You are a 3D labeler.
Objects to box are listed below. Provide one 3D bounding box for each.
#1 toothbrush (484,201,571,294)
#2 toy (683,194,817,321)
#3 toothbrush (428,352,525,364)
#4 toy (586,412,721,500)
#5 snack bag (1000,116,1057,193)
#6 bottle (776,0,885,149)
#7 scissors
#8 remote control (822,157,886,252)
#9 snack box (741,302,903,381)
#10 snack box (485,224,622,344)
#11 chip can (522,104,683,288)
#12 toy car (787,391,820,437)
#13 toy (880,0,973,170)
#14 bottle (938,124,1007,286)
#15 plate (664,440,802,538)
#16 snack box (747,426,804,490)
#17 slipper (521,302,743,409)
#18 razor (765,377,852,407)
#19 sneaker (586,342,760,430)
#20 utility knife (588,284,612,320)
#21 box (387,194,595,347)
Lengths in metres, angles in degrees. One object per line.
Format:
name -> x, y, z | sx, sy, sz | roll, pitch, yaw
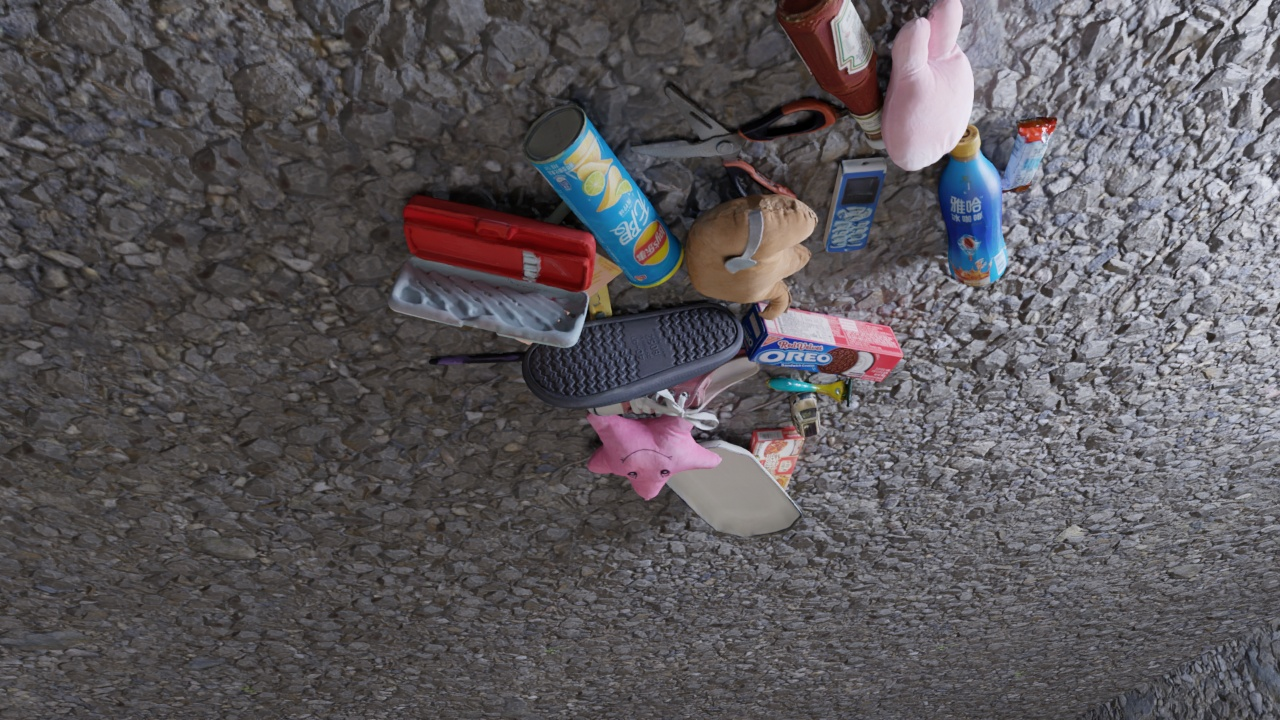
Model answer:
toothbrush -> -0.119, -0.121, 1.003 | 0.190, 0.020, 0.029 | -43, 169, 35
toy -> 0.119, -0.107, 1.017 | 0.143, 0.082, 0.226 | -2, 159, 6
toothbrush -> -0.170, -0.002, 1.154 | 0.189, 0.014, 0.017 | -3, 155, -7
toy -> 0.018, 0.135, 1.308 | 0.194, 0.074, 0.179 | 1, 129, 4
snack bag -> 0.410, -0.215, 0.979 | 0.045, 0.026, 0.105 | -14, 145, -8
bottle -> 0.191, -0.266, 0.844 | 0.060, 0.059, 0.206 | -26, 144, 22
scissors -> 0.102, -0.213, 0.931 | 0.225, 0.015, 0.189 | -9, 143, 3
remote control -> 0.232, -0.169, 1.005 | 0.049, 0.024, 0.125 | -5, 144, -4
snack box -> 0.230, -0.023, 1.170 | 0.207, 0.058, 0.057 | 9, 137, -22
snack box -> -0.104, -0.081, 1.025 | 0.158, 0.026, 0.084 | -35, 141, 26
chip can -> -0.032, -0.160, 0.926 | 0.071, 0.071, 0.210 | -23, 140, 18
toy car -> 0.238, 0.076, 1.321 | 0.042, 0.035, 0.090 | -15, 140, 5
toy -> 0.269, -0.256, 0.853 | 0.121, 0.054, 0.160 | -39, 137, -23
bottle -> 0.360, -0.167, 1.000 | 0.065, 0.065, 0.219 | -19, 141, 13
plate -> 0.144, 0.198, 1.427 | 0.162, 0.034, 0.265 | -17, 134, 30
snack box -> 0.202, 0.156, 1.424 | 0.075, 0.025, 0.153 | -3, 142, -7
slipper -> -0.007, 0.006, 1.106 | 0.268, 0.110, 0.083 | -14, 149, -11
razor -> 0.233, 0.037, 1.273 | 0.132, 0.043, 0.028 | 6, -178, -16
sneaker -> 0.041, 0.037, 1.185 | 0.241, 0.087, 0.118 | -16, 143, 7
utility knife -> -0.051, -0.062, 1.102 | 0.031, 0.019, 0.179 | -13, 139, -5
box -> -0.151, -0.090, 0.928 | 0.201, 0.100, 0.095 | 12, 143, 2
